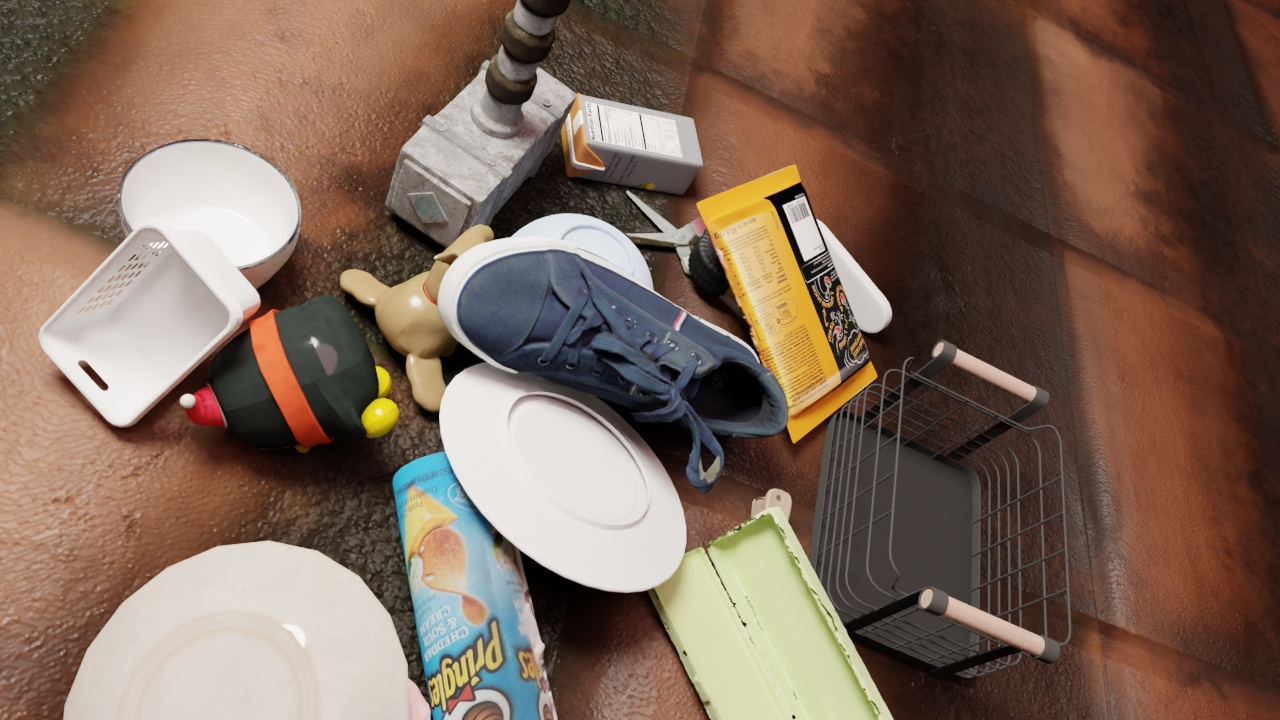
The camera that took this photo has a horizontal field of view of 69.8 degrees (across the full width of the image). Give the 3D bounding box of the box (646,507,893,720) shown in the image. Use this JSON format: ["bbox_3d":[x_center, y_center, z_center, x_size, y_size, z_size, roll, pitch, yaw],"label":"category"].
[{"bbox_3d":[0.093,0.215,0.674,0.130,0.064,0.188,-25,72,-14],"label":"box"}]

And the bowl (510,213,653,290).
[{"bbox_3d":[-0.050,-0.065,0.759,0.150,0.075,0.150,13,55,-19],"label":"bowl"}]

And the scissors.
[{"bbox_3d":[0.072,-0.093,0.874,0.198,0.015,0.179,-8,64,-29],"label":"scissors"}]

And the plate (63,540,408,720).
[{"bbox_3d":[-0.223,0.191,0.498,0.189,0.027,0.188,0,69,-1],"label":"plate"}]

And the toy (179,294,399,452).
[{"bbox_3d":[-0.234,0.015,0.609,0.119,0.097,0.100,-23,116,-11],"label":"toy"}]

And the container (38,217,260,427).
[{"bbox_3d":[-0.303,-0.026,0.580,0.081,0.129,0.049,51,19,-8],"label":"container"}]

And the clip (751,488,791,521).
[{"bbox_3d":[0.107,0.131,0.737,0.024,0.041,0.060,18,49,-14],"label":"clip"}]

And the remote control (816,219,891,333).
[{"bbox_3d":[0.199,-0.085,0.913,0.013,0.043,0.136,-29,76,-36],"label":"remote control"}]

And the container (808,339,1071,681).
[{"bbox_3d":[0.247,0.126,0.750,0.163,0.131,0.240,25,53,-11],"label":"container"}]

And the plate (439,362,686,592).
[{"bbox_3d":[-0.047,0.073,0.655,0.208,0.015,0.208,31,27,-19],"label":"plate"}]

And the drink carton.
[{"bbox_3d":[-0.010,-0.206,0.882,0.124,0.049,0.076,5,59,-24],"label":"drink carton"}]

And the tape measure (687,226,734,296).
[{"bbox_3d":[0.077,-0.092,0.841,0.067,0.038,0.062,39,52,3],"label":"tape measure"}]

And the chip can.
[{"bbox_3d":[-0.103,0.174,0.585,0.079,0.080,0.229,-3,62,-28],"label":"chip can"}]

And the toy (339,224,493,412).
[{"bbox_3d":[-0.147,-0.047,0.685,0.134,0.108,0.105,54,26,12],"label":"toy"}]

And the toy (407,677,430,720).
[{"bbox_3d":[-0.184,0.220,0.532,0.108,0.053,0.104,28,62,-2],"label":"toy"}]

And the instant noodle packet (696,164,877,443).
[{"bbox_3d":[0.138,-0.057,0.826,0.159,0.032,0.221,-29,99,-44],"label":"instant noodle packet"}]

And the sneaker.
[{"bbox_3d":[-0.004,0.004,0.670,0.294,0.121,0.127,21,10,-31],"label":"sneaker"}]

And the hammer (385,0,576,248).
[{"bbox_3d":[-0.087,-0.235,0.683,0.079,0.327,0.176,34,52,-4],"label":"hammer"}]

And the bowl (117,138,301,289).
[{"bbox_3d":[-0.306,-0.093,0.655,0.116,0.066,0.116,12,56,-19],"label":"bowl"}]
